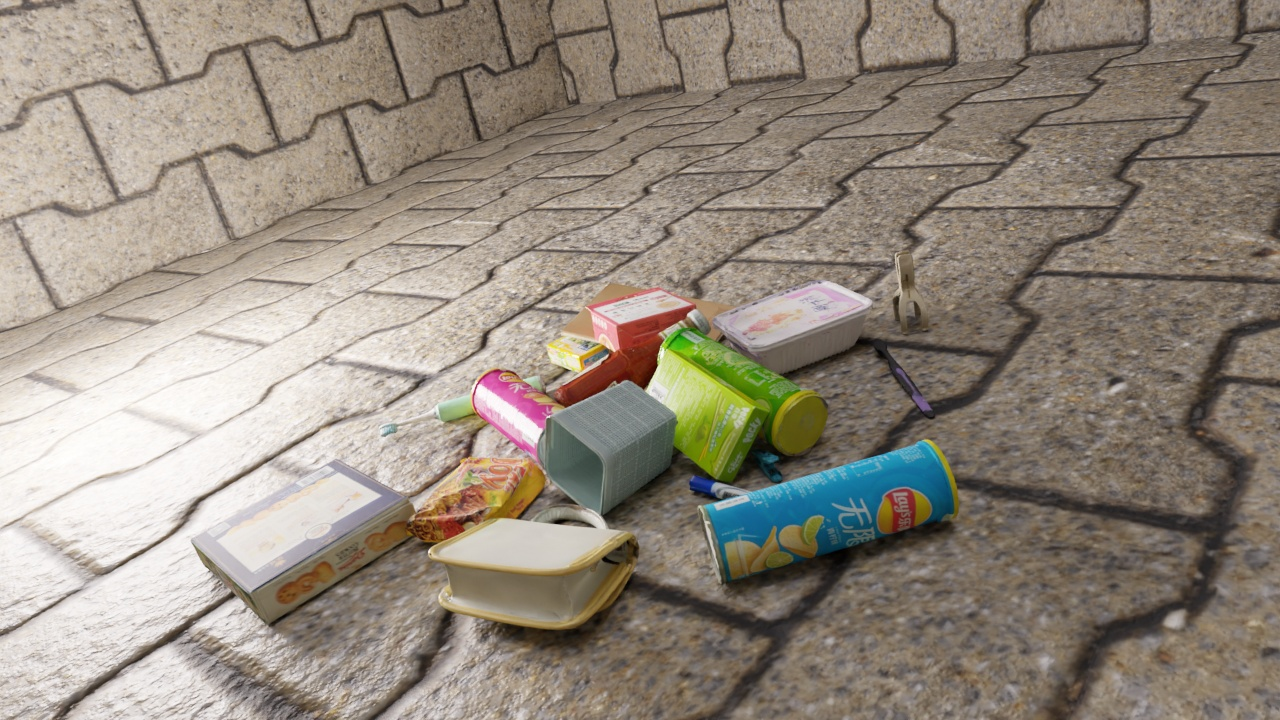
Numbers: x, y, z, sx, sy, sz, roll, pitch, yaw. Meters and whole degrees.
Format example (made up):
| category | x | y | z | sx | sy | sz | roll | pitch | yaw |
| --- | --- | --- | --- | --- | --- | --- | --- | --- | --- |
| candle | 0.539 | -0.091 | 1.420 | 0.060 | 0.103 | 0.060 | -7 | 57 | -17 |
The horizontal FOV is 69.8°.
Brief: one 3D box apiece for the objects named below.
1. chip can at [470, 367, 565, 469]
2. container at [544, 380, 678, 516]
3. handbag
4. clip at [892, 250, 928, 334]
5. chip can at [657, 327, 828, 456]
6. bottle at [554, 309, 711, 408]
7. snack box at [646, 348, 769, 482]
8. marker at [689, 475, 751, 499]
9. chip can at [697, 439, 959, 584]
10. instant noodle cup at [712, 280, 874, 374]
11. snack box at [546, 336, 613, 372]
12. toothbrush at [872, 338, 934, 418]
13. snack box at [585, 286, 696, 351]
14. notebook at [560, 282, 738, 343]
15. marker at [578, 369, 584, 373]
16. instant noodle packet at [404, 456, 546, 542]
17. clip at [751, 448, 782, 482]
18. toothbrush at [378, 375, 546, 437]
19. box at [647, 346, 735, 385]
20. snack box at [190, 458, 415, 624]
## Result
| category | x | y | z | sx | sy | sz | roll | pitch | yaw |
| --- | --- | --- | --- | --- | --- | --- | --- | --- | --- |
| chip can | -0.130 | 0.068 | 1.076 | 0.071 | 0.071 | 0.211 | -24 | 25 | -23 |
| container | -0.028 | 0.086 | 0.947 | 0.111 | 0.090 | 0.090 | -29 | 49 | -36 |
| handbag | -0.081 | 0.180 | 0.843 | 0.164 | 0.063 | 0.178 | 1 | 13 | 29 |
| clip | 0.334 | -0.076 | 1.136 | 0.035 | 0.102 | 0.094 | -8 | 49 | 9 |
| chip can | 0.105 | 0.028 | 1.009 | 0.072 | 0.073 | 0.221 | -25 | 34 | -25 |
| bottle | -0.007 | 0.006 | 1.108 | 0.206 | 0.060 | 0.060 | -34 | 27 | -7 |
| snack box | 0.061 | 0.055 | 0.971 | 0.026 | 0.086 | 0.156 | 18 | 11 | -40 |
| marker | 0.107 | 0.133 | 0.877 | 0.146 | 0.017 | 0.016 | 10 | 33 | 42 |
| chip can | 0.159 | 0.131 | 0.789 | 0.210 | 0.071 | 0.071 | -16 | 24 | -3 |
| instant noodle cup | 0.192 | -0.037 | 1.156 | 0.173 | 0.060 | 0.138 | -19 | 24 | -14 |
| snack box | -0.053 | -0.029 | 1.303 | 0.140 | 0.034 | 0.087 | -27 | 27 | -31 |
| toothbrush | 0.296 | 0.020 | 1.036 | 0.014 | 0.017 | 0.188 | -23 | 26 | 6 |
| snack box | 0.001 | -0.053 | 1.211 | 0.113 | 0.044 | 0.127 | -16 | 19 | -17 |
| notebook | 0.017 | -0.056 | 1.280 | 0.212 | 0.012 | 0.149 | 13 | 37 | 23 |
| marker | -0.021 | -0.006 | 1.255 | 0.145 | 0.017 | 0.017 | -27 | 27 | -28 |
| instant noodle packet | -0.171 | 0.145 | 0.970 | 0.111 | 0.044 | 0.128 | 1 | 27 | 22 |
| clip | 0.128 | 0.103 | 0.930 | 0.015 | 0.049 | 0.057 | -19 | 19 | -10 |
| toothbrush | -0.235 | 0.061 | 1.209 | 0.224 | 0.026 | 0.027 | -16 | 46 | -4 |
| box | 0.044 | 0.000 | 1.158 | 0.165 | 0.060 | 0.071 | 1 | 49 | 26 |
| snack box | -0.358 | 0.184 | 0.979 | 0.177 | 0.046 | 0.183 | -31 | 29 | -34 |
